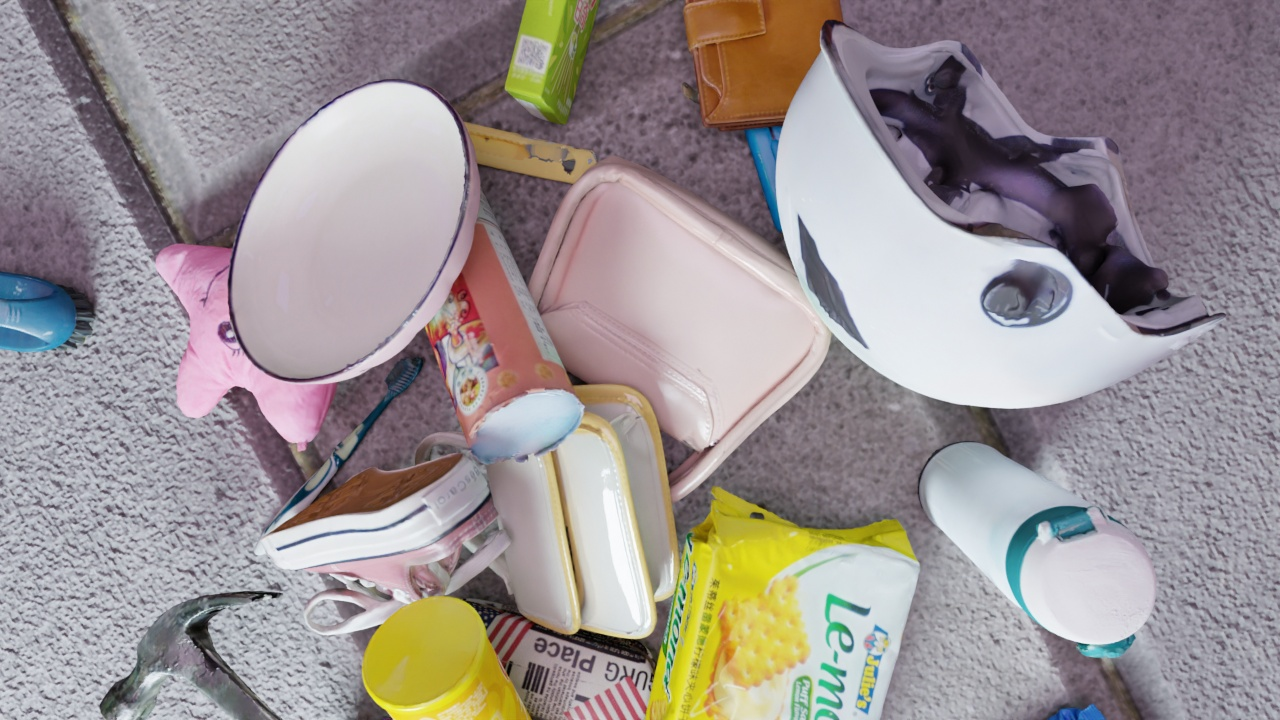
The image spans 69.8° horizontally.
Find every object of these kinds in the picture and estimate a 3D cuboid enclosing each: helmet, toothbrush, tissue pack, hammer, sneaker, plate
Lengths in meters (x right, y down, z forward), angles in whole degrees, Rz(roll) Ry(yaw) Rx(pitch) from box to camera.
[{"bbox_3d":[0.175,-0.068,0.531,0.258,0.228,0.146,19,131,-19],"label":"helmet"},{"bbox_3d":[-0.221,0.070,0.661,0.192,0.018,0.016,-49,64,6],"label":"toothbrush"},{"bbox_3d":[0.269,0.308,0.618,0.157,0.052,0.095,-35,90,6],"label":"tissue pack"},{"bbox_3d":[-0.188,0.264,0.564,0.323,0.032,0.126,36,92,14],"label":"hammer"},{"bbox_3d":[-0.160,0.119,0.577,0.242,0.118,0.088,-17,105,47],"label":"sneaker"},{"bbox_3d":[-0.167,-0.073,0.547,0.193,0.039,0.192,-11,67,28],"label":"plate"}]

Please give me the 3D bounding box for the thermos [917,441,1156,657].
[{"bbox_3d":[0.217,0.098,0.522,0.073,0.224,0.073,0,94,5],"label":"thermos"}]

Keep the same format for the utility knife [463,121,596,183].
[{"bbox_3d":[-0.103,-0.151,0.641,0.151,0.018,0.031,12,100,0],"label":"utility knife"}]

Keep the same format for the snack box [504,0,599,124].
[{"bbox_3d":[-0.047,-0.239,0.593,0.026,0.085,0.156,16,94,5],"label":"snack box"}]

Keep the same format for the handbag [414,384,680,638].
[{"bbox_3d":[-0.071,0.102,0.610,0.179,0.063,0.163,-2,109,23],"label":"handbag"}]

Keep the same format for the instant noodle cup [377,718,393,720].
[{"bbox_3d":[-0.190,0.299,0.627,0.112,0.099,0.111,-1,83,12],"label":"instant noodle cup"}]

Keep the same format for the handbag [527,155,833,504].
[{"bbox_3d":[-0.004,0.004,0.615,0.193,0.093,0.234,33,104,2],"label":"handbag"}]

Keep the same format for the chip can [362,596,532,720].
[{"bbox_3d":[-0.101,0.238,0.579,0.072,0.072,0.214,-11,130,5],"label":"chip can"}]

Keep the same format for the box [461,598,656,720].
[{"bbox_3d":[-0.069,0.213,0.650,0.164,0.064,0.074,16,72,3],"label":"box"}]

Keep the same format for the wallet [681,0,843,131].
[{"bbox_3d":[0.075,-0.218,0.598,0.119,0.035,0.130,-8,88,-13],"label":"wallet"}]

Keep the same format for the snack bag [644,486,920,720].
[{"bbox_3d":[0.079,0.212,0.599,0.158,0.068,0.246,13,94,-22],"label":"snack bag"}]

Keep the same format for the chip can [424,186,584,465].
[{"bbox_3d":[-0.104,-0.041,0.566,0.071,0.071,0.214,-31,59,6],"label":"chip can"}]

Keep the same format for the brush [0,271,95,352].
[{"bbox_3d":[-0.471,-0.038,0.648,0.144,0.073,0.055,9,90,5],"label":"brush"}]

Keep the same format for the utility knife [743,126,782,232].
[{"bbox_3d":[0.081,-0.170,0.620,0.034,0.018,0.166,-19,91,6],"label":"utility knife"}]

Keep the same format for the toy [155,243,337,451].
[{"bbox_3d":[-0.236,-0.027,0.625,0.195,0.074,0.178,-18,78,8],"label":"toy"}]
